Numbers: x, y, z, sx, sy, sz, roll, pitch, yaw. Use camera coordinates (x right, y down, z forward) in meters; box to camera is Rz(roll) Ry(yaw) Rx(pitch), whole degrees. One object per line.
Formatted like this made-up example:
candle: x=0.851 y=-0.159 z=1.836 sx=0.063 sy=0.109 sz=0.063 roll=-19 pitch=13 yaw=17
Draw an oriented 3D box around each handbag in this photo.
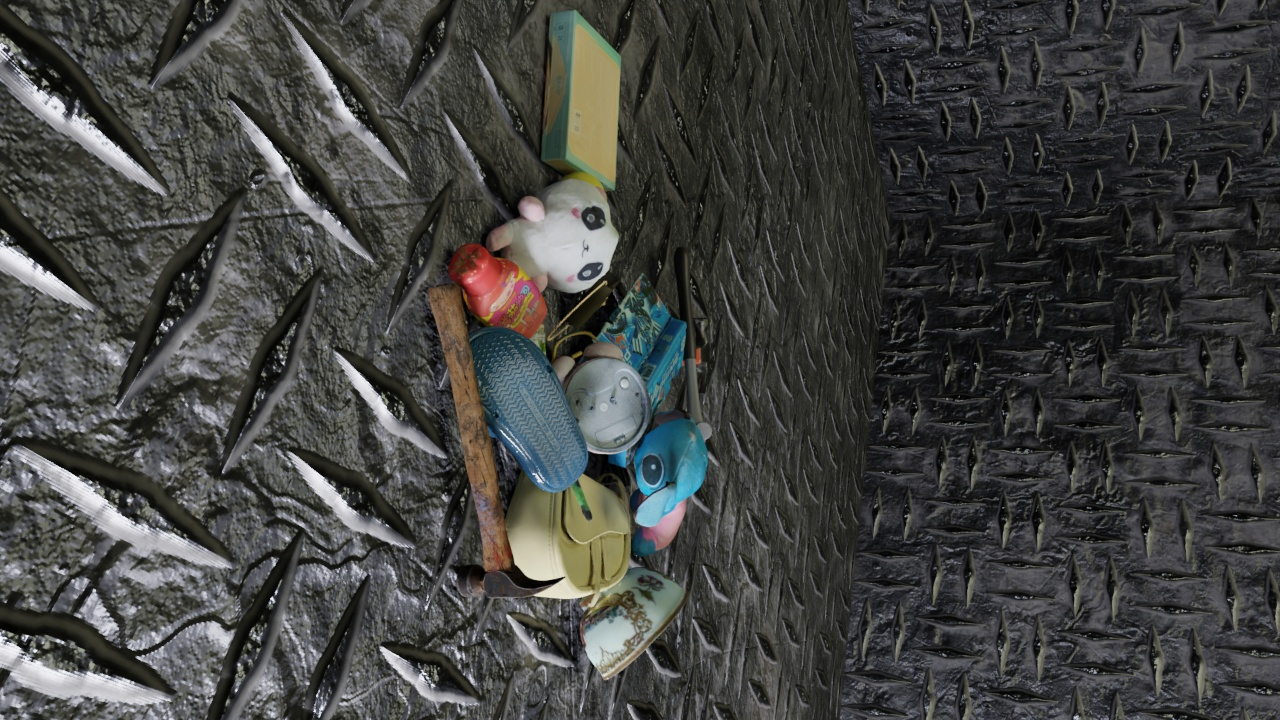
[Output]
handbag: x=-0.075 y=-0.060 z=1.133 sx=0.027 sy=0.084 sz=0.177 roll=42 pitch=23 yaw=-1
handbag: x=-0.078 y=0.207 z=1.133 sx=0.233 sy=0.089 sz=0.190 roll=41 pitch=49 yaw=-60

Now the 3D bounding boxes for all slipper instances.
slipper: x=-0.130 y=0.053 z=1.018 sx=0.103 sy=0.059 sz=0.214 roll=-44 pitch=116 yaw=-26

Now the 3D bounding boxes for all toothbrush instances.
toothbrush: x=-0.094 y=0.104 z=1.081 sx=0.188 sy=0.014 sz=0.017 roll=65 pitch=4 yaw=21

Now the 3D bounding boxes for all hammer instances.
hammer: x=0.074 y=-0.023 z=1.429 sx=0.125 sy=0.029 sz=0.310 roll=128 pitch=-42 yaw=-78
hammer: x=0.050 y=0.002 z=1.486 sx=0.332 sy=0.033 sz=0.133 roll=-11 pitch=102 yaw=-67
hammer: x=-0.161 y=0.083 z=0.938 sx=0.033 sy=0.120 sz=0.330 roll=-24 pitch=105 yaw=-64

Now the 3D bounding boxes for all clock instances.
clock: x=-0.058 y=0.040 z=1.128 sx=0.116 sy=0.059 sz=0.158 roll=-25 pitch=96 yaw=-28

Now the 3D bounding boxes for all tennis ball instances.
tennis ball: x=-0.077 y=-0.206 z=1.162 sx=0.065 sy=0.065 sz=0.065 roll=0 pitch=90 yaw=-66

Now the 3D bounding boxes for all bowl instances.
bowl: x=-0.024 y=0.330 z=1.216 sx=0.094 sy=0.160 sz=0.159 roll=46 pitch=29 yaw=4

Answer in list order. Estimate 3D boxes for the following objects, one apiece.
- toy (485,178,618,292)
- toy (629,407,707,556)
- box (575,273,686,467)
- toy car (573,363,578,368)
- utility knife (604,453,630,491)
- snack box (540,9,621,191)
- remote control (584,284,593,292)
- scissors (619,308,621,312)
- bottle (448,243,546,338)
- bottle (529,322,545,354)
toy: x=-0.105 y=-0.141 z=1.077 sx=0.179 sy=0.101 sz=0.139 roll=-24 pitch=126 yaw=-44
toy: x=0.028 y=0.172 z=1.228 sx=0.223 sy=0.099 sz=0.192 roll=-76 pitch=-177 yaw=-57
box: x=0.004 y=0.007 z=1.277 sx=0.242 sy=0.060 sz=0.176 roll=-59 pitch=141 yaw=-48
toy car: x=-0.080 y=0.050 z=1.203 sx=0.038 sy=0.025 sz=0.089 roll=-14 pitch=103 yaw=-66
utility knife: x=-0.041 y=0.121 z=1.290 sx=0.020 sy=0.029 sz=0.175 roll=-52 pitch=137 yaw=-48
snack box: x=-0.073 y=-0.333 z=1.199 sx=0.141 sy=0.044 sz=0.193 roll=16 pitch=75 yaw=-66
remote control: x=-0.069 y=-0.139 z=1.234 sx=0.050 sy=0.022 sz=0.133 roll=-63 pitch=144 yaw=-47
scissors: x=-0.012 y=-0.039 z=1.376 sx=0.126 sy=0.012 sz=0.123 roll=-40 pitch=128 yaw=-61
bottle: x=-0.156 y=-0.075 z=0.996 sx=0.071 sy=0.048 sz=0.134 roll=-57 pitch=146 yaw=-11
bottle: x=-0.129 y=0.007 z=1.072 sx=0.042 sy=0.043 sz=0.110 roll=-2 pitch=90 yaw=-66
